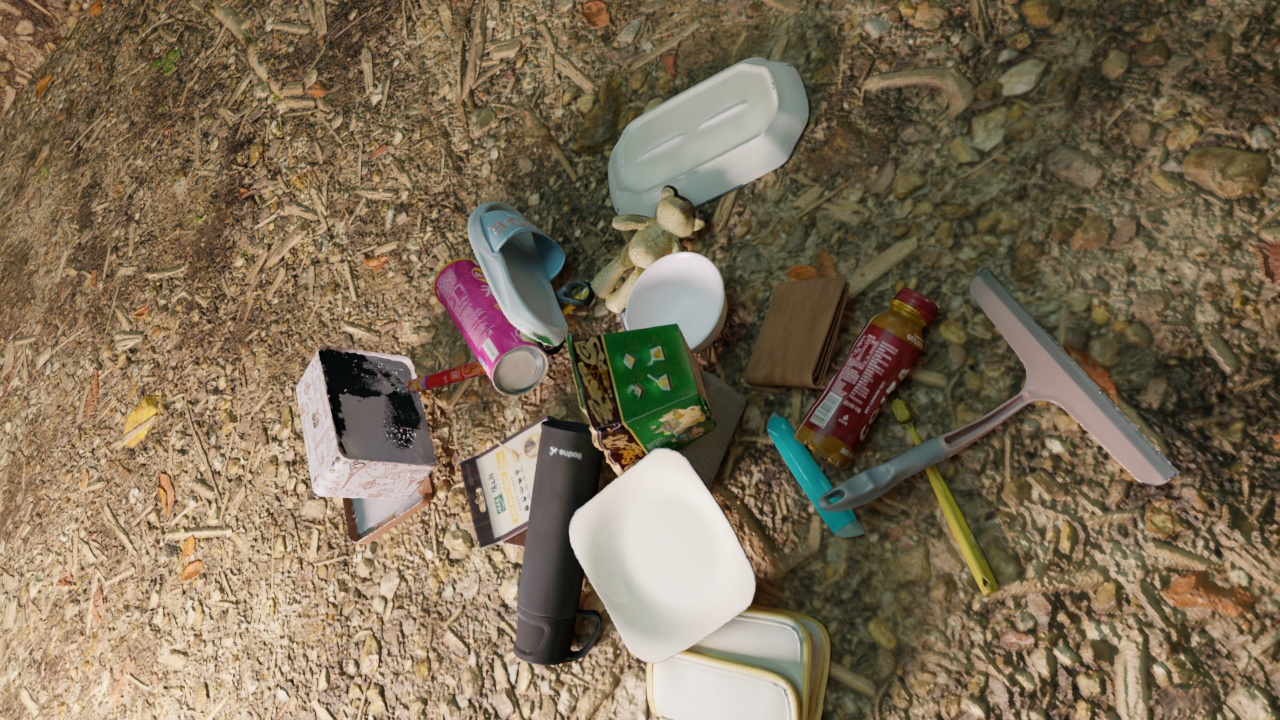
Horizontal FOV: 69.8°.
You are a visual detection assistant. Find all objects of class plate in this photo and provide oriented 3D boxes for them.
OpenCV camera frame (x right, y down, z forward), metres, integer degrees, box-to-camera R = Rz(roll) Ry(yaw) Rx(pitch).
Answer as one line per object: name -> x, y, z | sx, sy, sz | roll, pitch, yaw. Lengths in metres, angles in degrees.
plate -> 0.066, -0.262, 1.072 | 0.266, 0.034, 0.161 | -21, 62, 25
plate -> 0.023, 0.177, 0.840 | 0.165, 0.034, 0.163 | -40, 71, 27

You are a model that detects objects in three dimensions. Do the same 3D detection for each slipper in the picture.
slipper -> -0.135, -0.116, 1.081 | 0.074, 0.104, 0.245 | -43, 46, 19

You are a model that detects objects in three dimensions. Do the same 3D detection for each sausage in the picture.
sausage -> -0.216, 0.015, 1.124 | 0.156, 0.020, 0.020 | -16, 61, -2

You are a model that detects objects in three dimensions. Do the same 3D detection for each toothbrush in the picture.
toothbrush -> 0.265, 0.115, 0.810 | 0.016, 0.016, 0.190 | -30, 58, 20
toothbrush -> -0.069, -0.074, 1.099 | 0.192, 0.016, 0.018 | -39, 38, 16

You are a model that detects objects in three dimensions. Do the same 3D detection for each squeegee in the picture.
squeegee -> 0.267, 0.070, 0.800 | 0.250, 0.040, 0.247 | -30, 54, 4

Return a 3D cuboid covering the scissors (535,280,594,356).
scissors -> -0.119, -0.068, 1.120 | 0.176, 0.014, 0.159 | -23, 51, 31

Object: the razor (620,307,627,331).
razor -> -0.006, 0.006, 1.024 | 0.043, 0.022, 0.142 | -17, 65, 20

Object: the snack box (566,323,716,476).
snack box -> 0.006, 0.029, 0.856 | 0.106, 0.118, 0.117 | -19, 57, 7

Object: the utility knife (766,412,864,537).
utility knife -> 0.164, 0.109, 0.882 | 0.029, 0.013, 0.157 | -39, 53, 12

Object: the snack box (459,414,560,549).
snack box -> -0.131, 0.140, 1.035 | 0.126, 0.053, 0.113 | -31, 59, 20

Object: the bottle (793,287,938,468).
bottle -> 0.213, 0.014, 0.857 | 0.057, 0.057, 0.175 | 35, 93, 37

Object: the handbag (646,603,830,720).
handbag -> 0.079, 0.311, 0.834 | 0.164, 0.063, 0.178 | 1, 76, 35

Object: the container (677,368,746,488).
container -> 0.040, 0.066, 0.932 | 0.090, 0.090, 0.114 | 22, 82, 36

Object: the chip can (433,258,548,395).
chip can -> -0.184, -0.044, 1.112 | 0.071, 0.071, 0.210 | -48, 46, 8

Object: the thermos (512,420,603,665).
thermos -> -0.074, 0.187, 0.947 | 0.090, 0.068, 0.242 | 7, 95, -4

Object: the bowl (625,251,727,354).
bowl -> 0.050, -0.050, 0.983 | 0.118, 0.064, 0.118 | -12, 67, 29

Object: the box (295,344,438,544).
box -> -0.357, 0.111, 1.150 | 0.193, 0.156, 0.183 | -47, 49, 30

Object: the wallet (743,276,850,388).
wallet -> 0.156, -0.028, 0.915 | 0.101, 0.020, 0.115 | 3, 70, 57

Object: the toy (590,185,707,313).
toy -> 0.007, -0.123, 1.048 | 0.105, 0.066, 0.157 | 42, 103, 4
